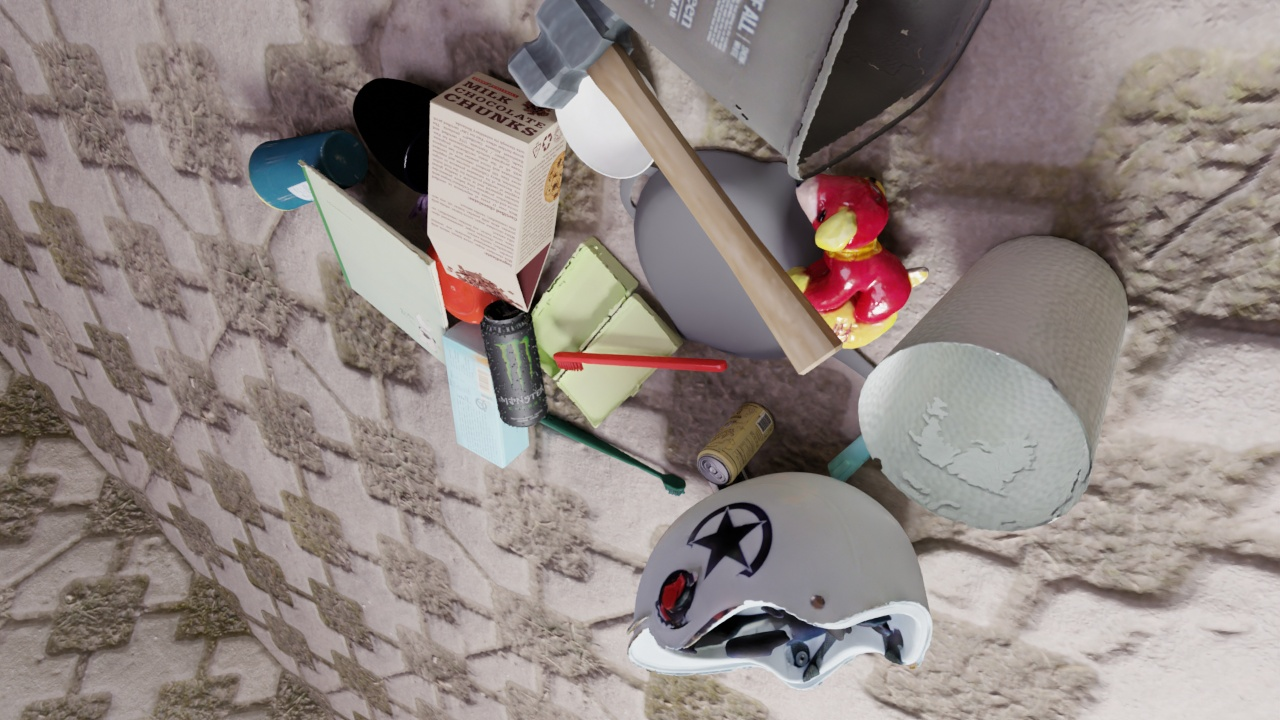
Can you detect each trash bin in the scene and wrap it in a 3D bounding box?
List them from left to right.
[{"bbox_3d":[0.072,-0.253,0.491,0.220,0.196,0.198,39,140,18],"label":"trash bin"},{"bbox_3d":[0.231,0.004,0.576,0.133,0.160,0.133,24,136,25],"label":"trash bin"}]

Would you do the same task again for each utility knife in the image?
[{"bbox_3d":[0.195,0.061,0.754,0.022,0.015,0.178,41,149,9],"label":"utility knife"}]

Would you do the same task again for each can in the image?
[{"bbox_3d":[-0.130,0.006,0.946,0.054,0.053,0.138,18,132,30],"label":"can"},{"bbox_3d":[0.086,0.075,0.828,0.038,0.079,0.038,24,136,25],"label":"can"}]

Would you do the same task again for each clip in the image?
[{"bbox_3d":[-0.233,-0.158,0.967,0.046,0.014,0.050,24,139,29],"label":"clip"}]

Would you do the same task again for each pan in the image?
[{"bbox_3d":[0.117,-0.038,0.750,0.354,0.024,0.217,39,140,8],"label":"pan"}]

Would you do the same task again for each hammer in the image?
[{"bbox_3d":[0.034,-0.131,0.651,0.117,0.051,0.323,-38,82,26],"label":"hammer"}]

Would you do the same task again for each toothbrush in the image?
[{"bbox_3d":[-0.032,0.102,1.006,0.190,0.016,0.017,24,140,25],"label":"toothbrush"},{"bbox_3d":[-0.005,0.005,0.862,0.213,0.012,0.018,3,121,41],"label":"toothbrush"}]

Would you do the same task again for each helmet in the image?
[{"bbox_3d":[0.112,0.190,0.812,0.265,0.163,0.236,-24,142,32],"label":"helmet"}]

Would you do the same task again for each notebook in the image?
[{"bbox_3d":[-0.280,-0.094,1.007,0.182,0.010,0.253,38,157,11],"label":"notebook"}]

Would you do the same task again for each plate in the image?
[{"bbox_3d":[-0.021,-0.199,0.734,0.104,0.026,0.104,24,135,26],"label":"plate"}]

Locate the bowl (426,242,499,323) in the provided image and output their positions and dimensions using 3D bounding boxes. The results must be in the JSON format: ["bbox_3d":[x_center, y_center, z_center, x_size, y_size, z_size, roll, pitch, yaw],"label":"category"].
[{"bbox_3d":[-0.180,-0.086,0.955,0.130,0.045,0.131,24,135,26],"label":"bowl"}]

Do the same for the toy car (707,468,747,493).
[{"bbox_3d":[0.090,0.133,0.910,0.039,0.039,0.113,16,135,61],"label":"toy car"}]

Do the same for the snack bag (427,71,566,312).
[{"bbox_3d":[-0.134,-0.140,0.835,0.094,0.069,0.207,26,135,12],"label":"snack bag"}]

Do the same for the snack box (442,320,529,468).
[{"bbox_3d":[-0.175,0.038,1.049,0.075,0.053,0.175,24,134,24],"label":"snack box"}]

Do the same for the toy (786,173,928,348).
[{"bbox_3d":[0.152,-0.066,0.658,0.105,0.067,0.137,4,125,10],"label":"toy"}]

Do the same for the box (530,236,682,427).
[{"bbox_3d":[-0.046,-0.021,0.906,0.137,0.024,0.188,49,141,6],"label":"box"}]

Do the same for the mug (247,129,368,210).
[{"bbox_3d":[-0.354,-0.208,0.987,0.122,0.077,0.078,-2,121,37],"label":"mug"}]

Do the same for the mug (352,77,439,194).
[{"bbox_3d":[-0.212,-0.208,0.865,0.100,0.085,0.119,39,170,23],"label":"mug"}]
